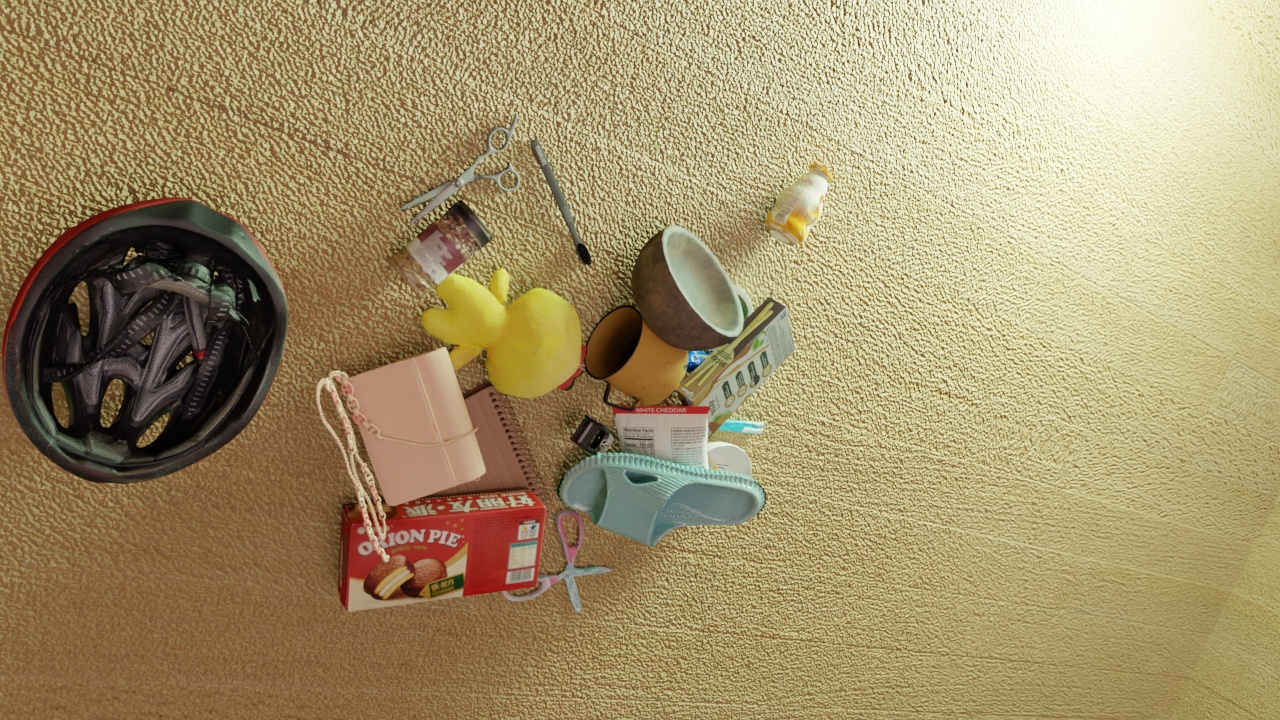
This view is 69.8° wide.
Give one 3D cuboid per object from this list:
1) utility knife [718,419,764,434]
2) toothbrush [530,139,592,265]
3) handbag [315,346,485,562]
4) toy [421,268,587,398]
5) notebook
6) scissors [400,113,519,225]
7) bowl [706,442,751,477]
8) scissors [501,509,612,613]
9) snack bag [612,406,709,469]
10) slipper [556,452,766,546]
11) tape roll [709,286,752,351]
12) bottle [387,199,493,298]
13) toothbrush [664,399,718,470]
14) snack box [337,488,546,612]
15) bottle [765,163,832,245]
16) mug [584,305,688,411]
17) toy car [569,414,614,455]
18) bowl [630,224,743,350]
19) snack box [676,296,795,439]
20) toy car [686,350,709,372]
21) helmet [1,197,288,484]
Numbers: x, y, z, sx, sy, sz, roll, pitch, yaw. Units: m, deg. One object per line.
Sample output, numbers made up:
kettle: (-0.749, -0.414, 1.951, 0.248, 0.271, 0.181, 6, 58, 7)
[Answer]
utility knife: (0.117, 0.090, 1.311, 0.148, 0.015, 0.022, 10, 124, -32)
toothbrush: (-0.093, -0.185, 1.092, 0.012, 0.013, 0.167, -33, 118, -17)
handbag: (-0.239, 0.089, 0.974, 0.116, 0.187, 0.199, -17, 98, -3)
toy: (-0.151, -0.028, 1.071, 0.207, 0.092, 0.134, 26, 94, -15)
notebook: (-0.211, 0.148, 1.135, 0.169, 0.022, 0.210, -29, 119, -18)
scissors: (-0.196, -0.213, 1.020, 0.159, 0.014, 0.121, -11, 113, -31)
bowl: (0.097, 0.164, 1.305, 0.114, 0.050, 0.115, -10, 112, -27)
scissors: (-0.116, 0.286, 1.248, 0.174, 0.013, 0.171, -22, 120, -24)
snack bag: (0.033, 0.127, 1.227, 0.131, 0.039, 0.144, -1, 115, 15)
slipper: (0.029, 0.183, 1.194, 0.276, 0.069, 0.116, 7, 125, -4)
tape roll: (0.111, -0.058, 1.254, 0.093, 0.018, 0.094, -10, 111, -27)
bottle: (-0.219, -0.122, 1.008, 0.105, 0.056, 0.056, -41, 123, -6)
toothbrush: (0.053, 0.082, 1.236, 0.015, 0.015, 0.184, -36, 99, -15)
snack box: (-0.236, 0.223, 1.099, 0.236, 0.060, 0.113, -1, 109, -29)
bottle: (0.216, -0.211, 1.235, 0.063, 0.063, 0.109, 34, 87, -35)
mug: (-0.007, 0.007, 1.153, 0.094, 0.101, 0.123, 32, 69, -36)
toy car: (-0.059, 0.100, 1.182, 0.040, 0.037, 0.092, -56, 157, -4)
bowl: (0.053, -0.082, 1.139, 0.070, 0.162, 0.162, -32, 130, 28)
snack box: (0.134, 0.011, 1.255, 0.185, 0.032, 0.101, -44, 144, -15)
toy car: (0.063, -0.015, 1.241, 0.091, 0.033, 0.062, -4, 66, -48)
helmet: (-0.452, -0.020, 0.845, 0.217, 0.167, 0.272, 25, 93, -35)
